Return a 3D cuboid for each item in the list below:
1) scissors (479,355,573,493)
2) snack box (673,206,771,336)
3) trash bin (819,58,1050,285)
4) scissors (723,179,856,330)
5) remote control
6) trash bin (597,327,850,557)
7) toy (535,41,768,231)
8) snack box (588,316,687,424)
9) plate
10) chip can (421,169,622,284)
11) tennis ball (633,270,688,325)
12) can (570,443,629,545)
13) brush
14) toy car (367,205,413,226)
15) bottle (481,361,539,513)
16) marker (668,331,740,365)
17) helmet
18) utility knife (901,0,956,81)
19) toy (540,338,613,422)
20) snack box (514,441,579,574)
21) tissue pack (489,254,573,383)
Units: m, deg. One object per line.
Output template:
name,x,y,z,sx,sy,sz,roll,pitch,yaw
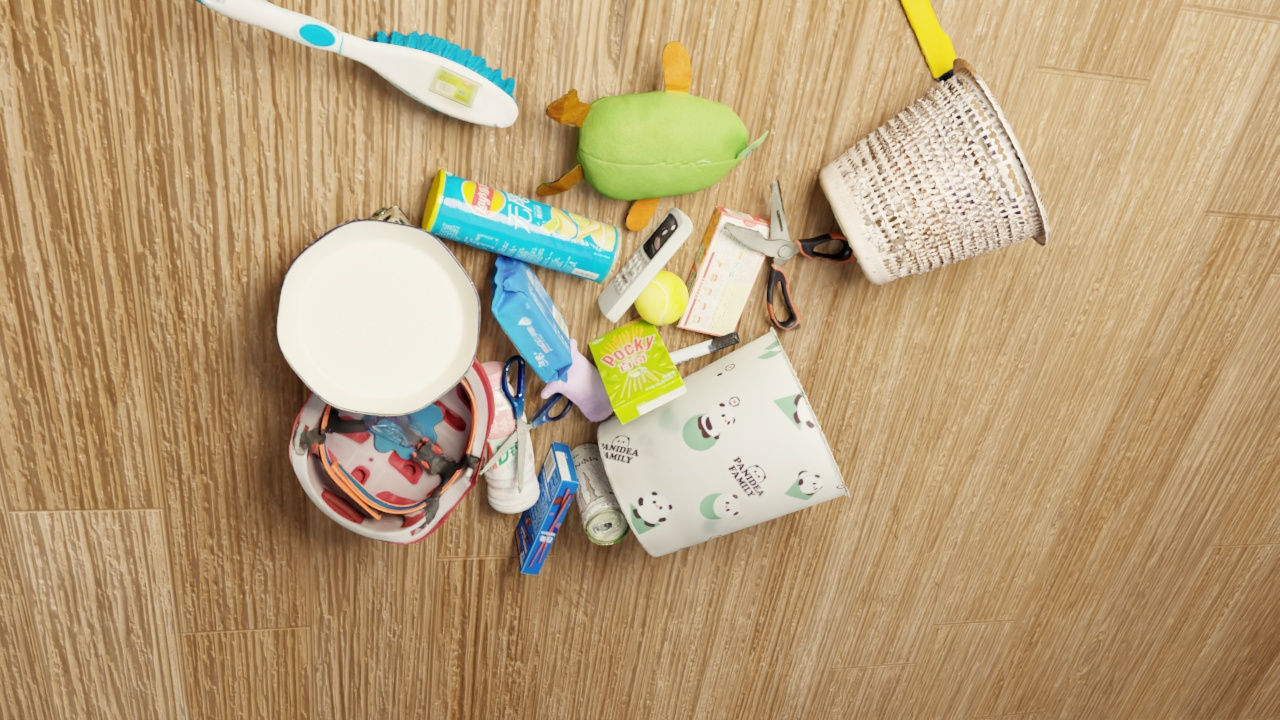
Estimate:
scissors,-0.139,0.073,1.118,0.162,0.012,0.176,-24,113,-43
snack box,0.102,-0.105,1.122,0.077,0.027,0.156,11,116,-20
trash bin,0.318,-0.190,1.035,0.192,0.227,0.227,-26,123,16
scissors,0.181,-0.122,1.117,0.225,0.015,0.189,5,121,-30
remote control,0.004,-0.113,1.075,0.021,0.058,0.150,32,107,-27
trash bin,0.098,0.114,1.142,0.252,0.229,0.230,-25,122,6
toy,0.009,-0.232,0.988,0.246,0.090,0.228,-4,138,-20
snack box,-0.006,0.006,1.083,0.086,0.156,0.026,-27,124,2
plate,-0.272,-0.044,0.967,0.204,0.045,0.205,0,90,-13
chip can,-0.129,-0.145,1.015,0.210,0.071,0.071,14,115,-22
tennis ball,0.025,-0.075,1.098,0.065,0.065,0.066,-6,121,-11
can,-0.055,0.168,1.170,0.058,0.146,0.058,-7,120,-11
brush,-0.256,-0.295,0.873,0.314,0.109,0.061,19,115,-24
toy car,-0.294,-0.132,1.003,0.090,0.035,0.042,-30,121,6
bottle,-0.172,0.096,1.149,0.068,0.068,0.197,-10,117,-9
marker,0.061,-0.010,1.155,0.131,0.018,0.022,-18,151,13
helmet,-0.279,0.076,1.065,0.207,0.144,0.240,36,86,-14
utility knife,0.304,-0.397,1.010,0.033,0.015,0.219,-34,124,7
toy,-0.069,0.036,1.148,0.108,0.039,0.083,41,72,-34
snack box,-0.125,0.194,1.204,0.026,0.084,0.157,15,115,-22
tissue pack,-0.129,-0.051,1.056,0.052,0.094,0.157,-26,122,8
